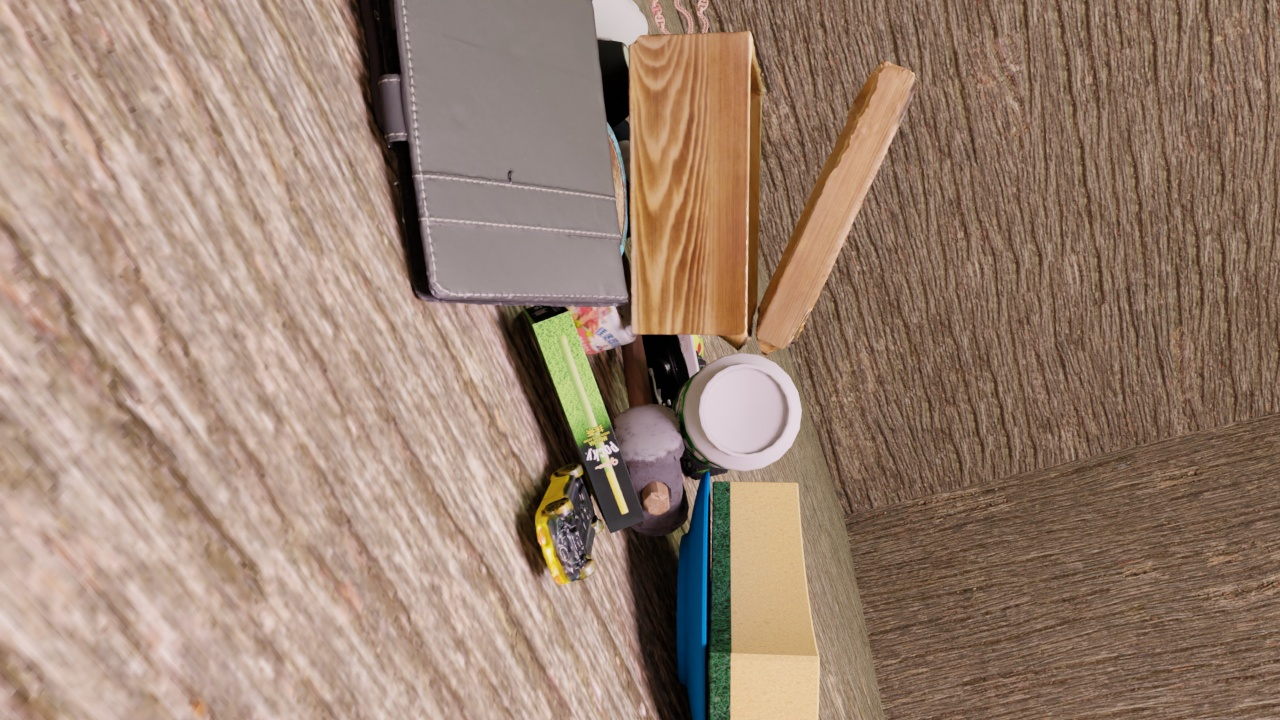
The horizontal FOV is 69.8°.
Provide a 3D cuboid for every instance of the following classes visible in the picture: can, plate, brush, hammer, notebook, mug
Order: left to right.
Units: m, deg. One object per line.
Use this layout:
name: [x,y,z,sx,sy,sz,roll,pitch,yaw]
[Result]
notebook: [-0.078,-0.136,0.546,0.169,0.030,0.209,-3,82,-47]
mug: [-0.058,-0.244,0.777,0.084,0.100,0.119,-68,140,-69]
can: [-0.037,-0.050,0.760,0.086,0.043,0.086,-17,89,-78]
hammer: [-0.005,0.005,0.812,0.327,0.052,0.098,-99,-178,-50]
plate: [0.044,0.204,0.756,0.224,0.024,0.224,2,88,-85]
can: [0.060,0.061,1.004,0.054,0.054,0.137,17,58,-75]
can: [0.073,0.043,0.733,0.140,0.088,0.087,116,-41,-84]
brush: [0.097,0.242,0.763,0.249,0.075,0.195,-79,168,-63]

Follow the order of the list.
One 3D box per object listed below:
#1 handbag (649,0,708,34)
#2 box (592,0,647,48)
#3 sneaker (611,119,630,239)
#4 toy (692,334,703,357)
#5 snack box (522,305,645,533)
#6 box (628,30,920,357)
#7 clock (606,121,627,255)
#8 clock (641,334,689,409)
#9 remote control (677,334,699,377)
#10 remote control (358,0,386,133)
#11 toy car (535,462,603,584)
handbag: [0.003,-0.398,1.025,0.116,0.187,0.198,58,23,-69]
box: [-0.070,-0.358,0.859,0.210,0.084,0.185,25,52,-52]
sneaker: [-0.007,-0.207,0.993,0.234,0.079,0.084,-90,158,-52]
toy: [0.053,-0.004,1.080,0.092,0.046,0.115,-50,132,-80]
snack box: [-0.040,0.035,0.623,0.080,0.025,0.147,-139,-151,-75]
box: [0.113,-0.131,0.815,0.278,0.221,0.259,-47,139,-79]
clock: [-0.063,-0.134,0.656,0.121,0.073,0.158,-61,147,-57]
clock: [0.019,0.011,0.910,0.120,0.042,0.091,-92,163,-51]
remote control: [0.032,-0.021,0.992,0.011,0.050,0.135,51,26,-58]
remote control: [-0.146,-0.180,0.534,0.046,0.009,0.124,37,39,-69]
toy car: [-0.045,0.099,0.569,0.106,0.030,0.049,-73,144,-76]
